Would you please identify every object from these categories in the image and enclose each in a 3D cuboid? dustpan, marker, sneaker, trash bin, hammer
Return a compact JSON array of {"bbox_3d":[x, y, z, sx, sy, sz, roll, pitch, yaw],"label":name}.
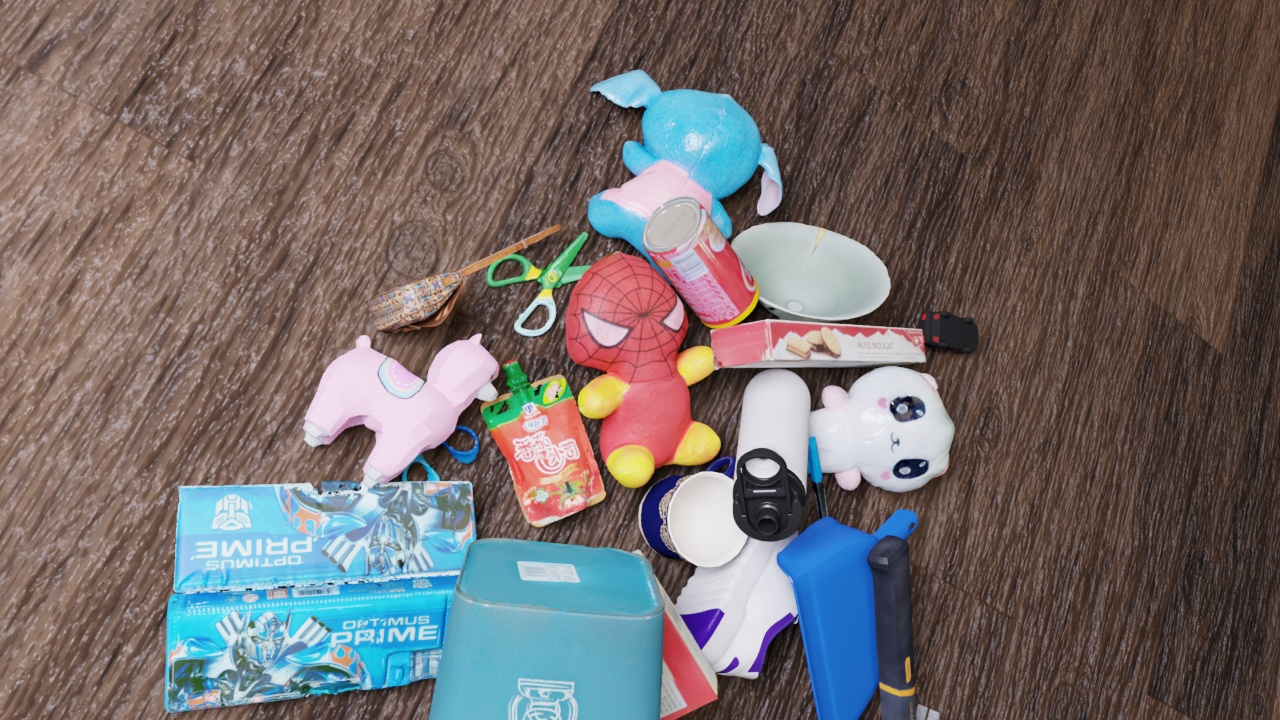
[{"bbox_3d":[0.227,0.237,0.935,0.256,0.060,0.246,-32,121,-35],"label":"dustpan"},{"bbox_3d":[0.186,0.134,0.964,0.015,0.018,0.123,-13,114,2],"label":"marker"},{"bbox_3d":[0.125,0.204,0.911,0.111,0.092,0.243,40,67,-23],"label":"sneaker"},{"bbox_3d":[-0.074,0.267,0.703,0.196,0.199,0.218,6,95,-7],"label":"trash bin"},{"bbox_3d":[0.252,0.317,0.915,0.139,0.035,0.313,-30,120,-40],"label":"hammer"}]

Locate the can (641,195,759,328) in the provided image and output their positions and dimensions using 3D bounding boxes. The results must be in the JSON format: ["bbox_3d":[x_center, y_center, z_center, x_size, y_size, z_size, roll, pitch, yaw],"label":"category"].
[{"bbox_3d":[0.058,-0.090,0.869,0.124,0.067,0.066,47,64,-42],"label":"can"}]

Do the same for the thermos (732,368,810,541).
[{"bbox_3d":[0.122,0.070,0.857,0.068,0.229,0.101,-4,115,13],"label":"thermos"}]

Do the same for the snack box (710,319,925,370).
[{"bbox_3d":[0.187,-0.016,0.932,0.272,0.077,0.044,0,84,-43],"label":"snack box"}]

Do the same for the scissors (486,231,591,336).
[{"bbox_3d":[-0.083,-0.072,0.889,0.131,0.012,0.108,-11,89,-25],"label":"scissors"}]

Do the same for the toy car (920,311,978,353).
[{"bbox_3d":[0.362,-0.032,1.082,0.091,0.036,0.042,9,81,-34],"label":"toy car"}]

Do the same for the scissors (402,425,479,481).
[{"bbox_3d":[-0.199,0.049,0.821,0.083,0.016,0.135,-30,92,-21],"label":"scissors"}]

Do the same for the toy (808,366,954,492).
[{"bbox_3d":[0.244,0.078,0.985,0.179,0.101,0.139,-10,101,-7],"label":"toy"}]

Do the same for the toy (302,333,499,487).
[{"bbox_3d":[-0.200,0.029,0.782,0.123,0.067,0.157,39,65,-7],"label":"toy"}]

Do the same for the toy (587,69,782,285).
[{"bbox_3d":[0.030,-0.189,0.921,0.224,0.099,0.191,33,82,-10],"label":"toy"}]

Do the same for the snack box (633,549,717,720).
[{"bbox_3d":[-0.028,0.265,0.816,0.145,0.040,0.142,-29,98,9],"label":"snack box"}]

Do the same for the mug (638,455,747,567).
[{"bbox_3d":[0.051,0.140,0.881,0.085,0.089,0.111,38,69,-16],"label":"mug"}]

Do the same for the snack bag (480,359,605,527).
[{"bbox_3d":[-0.093,0.072,0.856,0.087,0.044,0.155,-21,86,-18],"label":"snack bag"}]

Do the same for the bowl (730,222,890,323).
[{"bbox_3d":[0.173,-0.075,0.975,0.174,0.068,0.173,5,40,-5],"label":"bowl"}]

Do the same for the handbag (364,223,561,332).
[{"bbox_3d":[-0.148,-0.075,0.821,0.195,0.094,0.043,-31,102,-30],"label":"handbag"}]

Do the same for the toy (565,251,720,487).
[{"bbox_3d":[-0.005,0.005,0.869,0.147,0.099,0.216,-15,91,-38],"label":"toy"}]

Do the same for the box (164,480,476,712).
[{"bbox_3d":[-0.247,0.186,0.745,0.243,0.060,0.175,2,86,-25],"label":"box"}]
